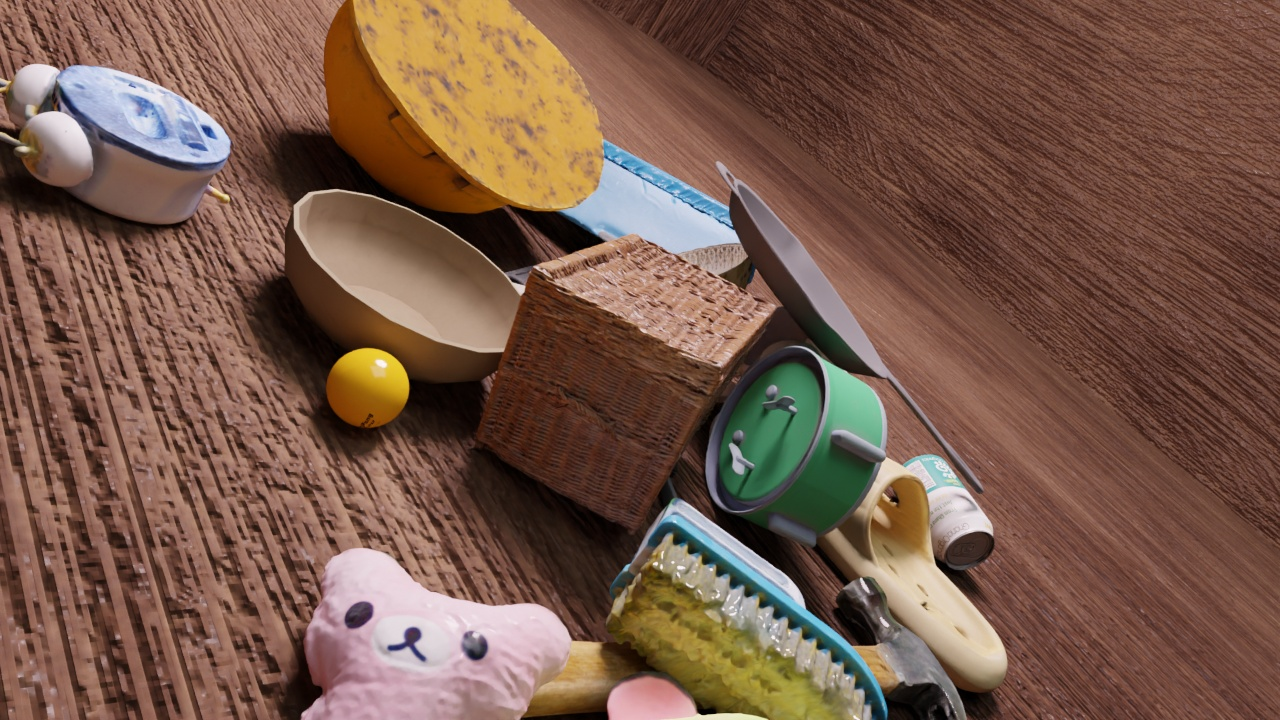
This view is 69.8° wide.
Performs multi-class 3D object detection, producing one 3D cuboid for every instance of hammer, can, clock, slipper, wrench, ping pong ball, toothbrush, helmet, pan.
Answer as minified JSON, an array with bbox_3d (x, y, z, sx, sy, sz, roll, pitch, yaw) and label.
[{"bbox_3d":[0.061,0.163,0.471,0.330,0.033,0.132,16,30,-40],"label":"hammer"},{"bbox_3d":[0.265,0.132,0.807,0.055,0.055,0.101,25,24,-26],"label":"can"},{"bbox_3d":[-0.289,-0.120,0.496,0.125,0.052,0.089,10,34,-48],"label":"clock"},{"bbox_3d":[0.096,0.046,0.642,0.075,0.122,0.161,27,17,-24],"label":"clock"},{"bbox_3d":[0.185,0.120,0.683,0.111,0.079,0.261,16,29,-48],"label":"slipper"},{"bbox_3d":[-0.055,-0.084,0.826,0.073,0.018,0.272,40,23,8],"label":"wrench"},{"bbox_3d":[-0.137,0.014,0.463,0.040,0.040,0.040,30,22,-14],"label":"ping pong ball"},{"bbox_3d":[0.020,0.098,0.565,0.013,0.013,0.167,37,20,-19],"label":"toothbrush"},{"bbox_3d":[-0.161,-0.199,0.740,0.255,0.132,0.205,18,58,-51],"label":"helmet"},{"bbox_3d":[0.166,-0.014,0.738,0.354,0.024,0.216,48,18,-13],"label":"pan"}]

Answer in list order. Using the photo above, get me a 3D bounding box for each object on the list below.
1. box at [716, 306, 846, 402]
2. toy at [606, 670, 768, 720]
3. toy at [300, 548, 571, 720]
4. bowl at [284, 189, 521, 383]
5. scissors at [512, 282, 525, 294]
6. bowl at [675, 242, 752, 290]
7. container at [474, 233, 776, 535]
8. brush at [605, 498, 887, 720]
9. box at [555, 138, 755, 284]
[{"bbox_3d":[0.102,0.018,0.782,0.147,0.136,0.084,51,3,-38],"label":"box"},{"bbox_3d":[0.042,0.195,0.292,0.150,0.107,0.196,14,11,6],"label":"toy"},{"bbox_3d":[-0.081,0.115,0.324,0.099,0.053,0.095,19,38,3],"label":"toy"},{"bbox_3d":[-0.141,-0.035,0.544,0.152,0.051,0.152,30,22,-14],"label":"bowl"},{"bbox_3d":[-0.072,-0.040,0.692,0.164,0.013,0.150,12,36,-37],"label":"scissors"},{"bbox_3d":[0.032,-0.044,0.766,0.145,0.145,0.063,-68,140,-68],"label":"bowl"},{"bbox_3d":[-0.004,0.004,0.565,0.114,0.113,0.198,29,21,9],"label":"container"},{"bbox_3d":[0.054,0.126,0.420,0.136,0.055,0.075,36,27,2],"label":"brush"},{"bbox_3d":[-0.005,-0.124,0.897,0.231,0.094,0.112,32,60,11],"label":"box"}]
